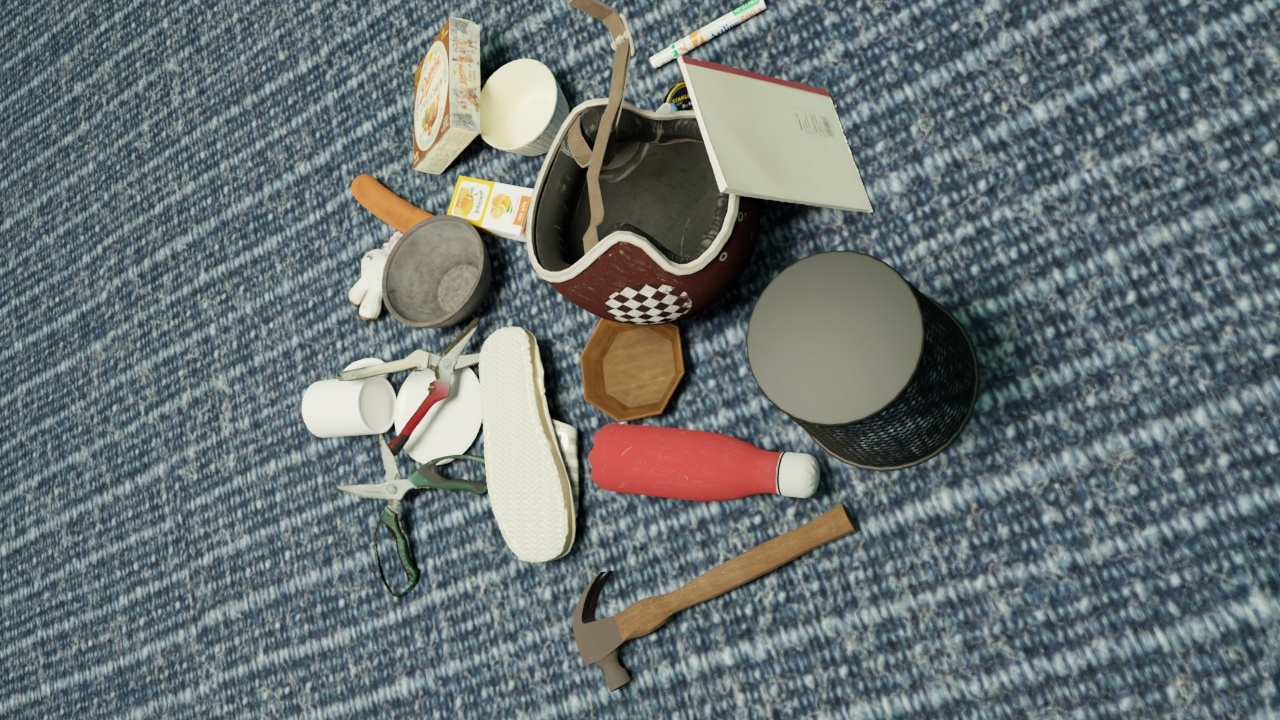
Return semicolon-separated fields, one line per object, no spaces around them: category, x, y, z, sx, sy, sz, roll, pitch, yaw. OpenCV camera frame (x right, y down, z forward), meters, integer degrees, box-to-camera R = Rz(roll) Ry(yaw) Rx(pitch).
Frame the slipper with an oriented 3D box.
slipper;-0.128;0.093;1.051;0.115;0.054;0.272;-19;77;25

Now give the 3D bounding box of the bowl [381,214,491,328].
bowl;-0.239;-0.099;1.129;0.145;0.067;0.144;-8;70;21

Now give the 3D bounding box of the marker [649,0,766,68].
marker;0.077;-0.380;1.064;0.146;0.017;0.017;-23;71;20

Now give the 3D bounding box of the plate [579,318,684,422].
plate;-0.006;0.005;1.025;0.131;0.025;0.131;-5;78;25

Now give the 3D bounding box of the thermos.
thermos;0.065;0.109;0.944;0.240;0.073;0.073;3;81;26

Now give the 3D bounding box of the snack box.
snack box;-0.246;-0.330;1.158;0.143;0.041;0.147;-20;69;57

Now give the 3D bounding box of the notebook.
notebook;0.138;-0.222;0.910;0.012;0.208;0.153;-36;62;47

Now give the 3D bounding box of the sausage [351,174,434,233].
sausage;-0.326;-0.201;1.210;0.164;0.044;0.039;33;130;27

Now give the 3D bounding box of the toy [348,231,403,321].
toy;-0.342;-0.113;1.204;0.079;0.038;0.122;32;91;35

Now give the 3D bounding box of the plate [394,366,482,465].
plate;-0.248;0.063;1.139;0.135;0.011;0.134;-5;78;25

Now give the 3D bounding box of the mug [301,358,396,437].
mug;-0.364;0.044;1.172;0.091;0.074;0.110;-6;52;25

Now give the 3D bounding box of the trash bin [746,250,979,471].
trash bin;0.197;0.000;0.824;0.184;0.210;0.184;-5;78;25

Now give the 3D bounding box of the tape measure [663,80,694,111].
tape measure;0.056;-0.287;1.046;0.062;0.034;0.061;-5;84;38

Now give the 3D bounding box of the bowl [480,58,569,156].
bowl;-0.138;-0.303;1.128;0.115;0.062;0.115;-5;78;25

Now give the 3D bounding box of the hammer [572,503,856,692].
hammer;0.070;0.229;0.943;0.324;0.033;0.115;-30;70;17

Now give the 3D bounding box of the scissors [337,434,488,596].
scissors;-0.266;0.188;1.104;0.202;0.015;0.205;-1;96;8

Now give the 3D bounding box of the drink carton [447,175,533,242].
drink carton;-0.174;-0.186;1.135;0.123;0.040;0.058;15;87;27

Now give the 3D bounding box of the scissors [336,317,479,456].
scissors;-0.272;0.024;1.107;0.179;0.015;0.198;19;93;-6

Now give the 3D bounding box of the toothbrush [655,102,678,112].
toothbrush;-0.017;-0.235;1.066;0.167;0.014;0.016;-44;60;25

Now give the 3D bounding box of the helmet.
helmet;-0.003;-0.160;0.928;0.235;0.253;0.233;-41;46;41
